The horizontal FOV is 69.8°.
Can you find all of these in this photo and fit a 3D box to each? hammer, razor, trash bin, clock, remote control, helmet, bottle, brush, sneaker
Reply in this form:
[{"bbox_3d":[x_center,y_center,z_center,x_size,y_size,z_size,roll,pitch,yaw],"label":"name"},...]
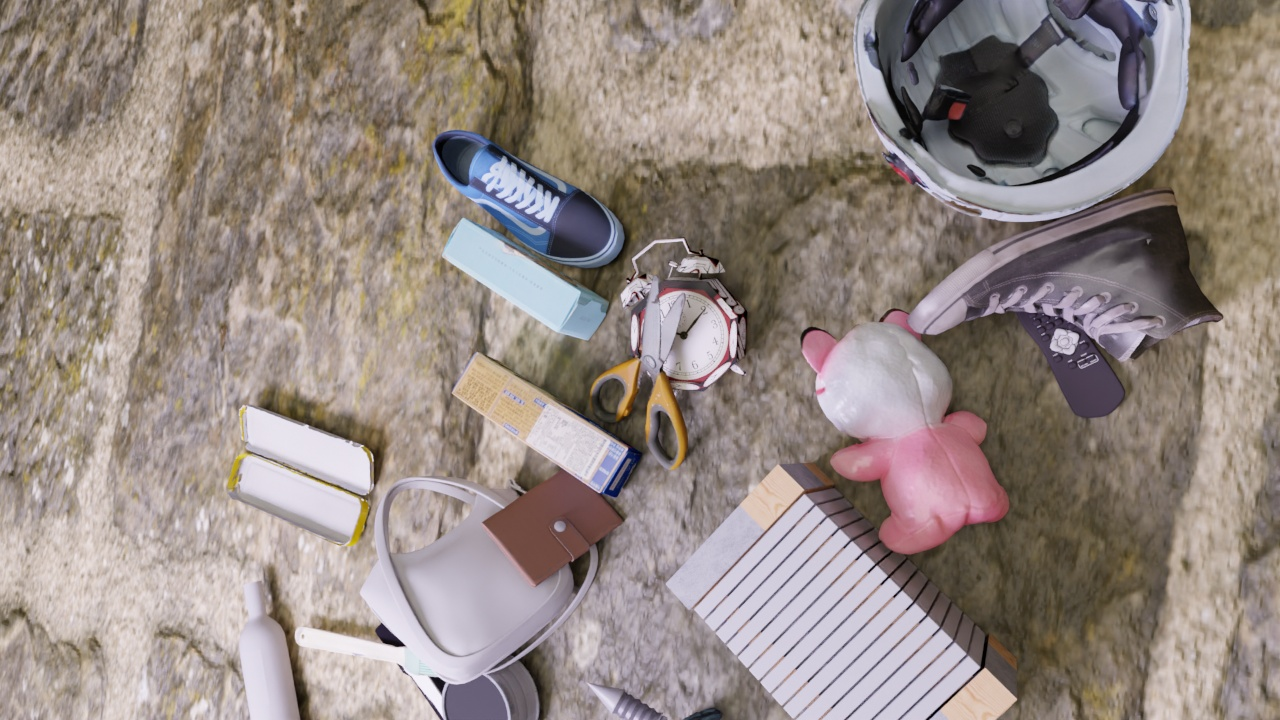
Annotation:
[{"bbox_3d":[0.093,0.379,0.834,0.322,0.043,0.156,28,96,11],"label":"hammer"},{"bbox_3d":[0.055,0.407,0.882,0.052,0.047,0.143,-1,87,47],"label":"razor"},{"bbox_3d":[0.176,0.226,0.792,0.247,0.142,0.142,45,102,20],"label":"trash bin"},{"bbox_3d":[-0.164,0.348,0.967,0.104,0.056,0.148,-26,80,27],"label":"clock"},{"bbox_3d":[-0.248,0.346,1.025,0.032,0.015,0.136,-47,70,12],"label":"remote control"},{"bbox_3d":[0.311,-0.225,0.766,0.237,0.163,0.264,-34,72,12],"label":"helmet"},{"bbox_3d":[0.376,-0.008,0.804,0.046,0.009,0.124,-29,75,17],"label":"remote control"},{"bbox_3d":[-0.442,0.360,1.083,0.053,0.052,0.195,-19,78,20],"label":"bottle"},{"bbox_3d":[0.043,-0.047,0.912,0.115,0.065,0.154,-19,93,20],"label":"clock"},{"bbox_3d":[-0.306,0.326,1.035,0.218,0.012,0.033,2,86,24],"label":"brush"},{"bbox_3d":[-0.132,-0.175,0.980,0.241,0.098,0.083,34,98,21],"label":"sneaker"},{"bbox_3d":[0.348,-0.046,0.764,0.235,0.095,0.119,-18,74,2],"label":"sneaker"}]

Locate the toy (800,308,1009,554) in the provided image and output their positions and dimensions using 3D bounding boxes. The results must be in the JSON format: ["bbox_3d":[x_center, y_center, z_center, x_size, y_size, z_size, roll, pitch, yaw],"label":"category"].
[{"bbox_3d":[0.232,0.054,0.803,0.141,0.084,0.213,-16,72,-17],"label":"toy"}]

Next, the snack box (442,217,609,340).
[{"bbox_3d":[-0.123,-0.087,0.982,0.175,0.075,0.053,34,97,22],"label":"snack box"}]

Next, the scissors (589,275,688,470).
[{"bbox_3d":[-0.001,0.007,0.889,0.162,0.016,0.226,24,134,31],"label":"scissors"}]

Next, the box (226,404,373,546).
[{"bbox_3d":[-0.410,0.136,1.101,0.210,0.038,0.130,16,100,24],"label":"box"}]

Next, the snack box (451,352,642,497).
[{"bbox_3d":[-0.098,0.067,0.964,0.207,0.057,0.056,31,87,21],"label":"snack box"}]

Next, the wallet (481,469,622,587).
[{"bbox_3d":[-0.088,0.165,0.933,0.087,0.120,0.013,45,145,19],"label":"wallet"}]

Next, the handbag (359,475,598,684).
[{"bbox_3d":[-0.182,0.202,0.960,0.215,0.096,0.222,-33,62,-25],"label":"handbag"}]
